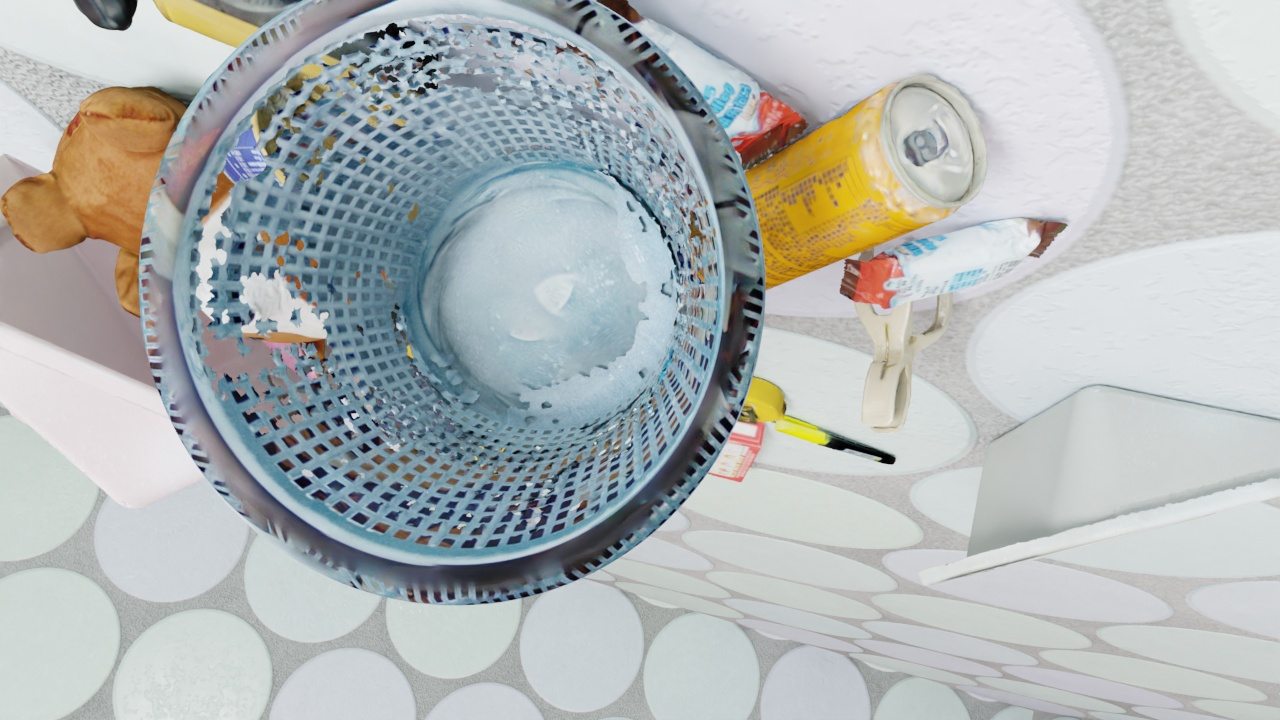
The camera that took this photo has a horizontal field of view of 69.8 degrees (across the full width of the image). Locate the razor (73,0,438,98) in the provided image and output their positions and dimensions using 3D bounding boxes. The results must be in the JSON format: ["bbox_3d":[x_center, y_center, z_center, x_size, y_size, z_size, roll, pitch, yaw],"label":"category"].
[{"bbox_3d":[-0.165,-0.150,0.398,0.167,0.062,0.068,19,129,-26],"label":"razor"}]

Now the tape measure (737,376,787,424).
[{"bbox_3d":[0.086,0.034,0.750,0.060,0.028,0.057,5,158,26],"label":"tape measure"}]

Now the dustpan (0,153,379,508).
[{"bbox_3d":[-0.300,-0.032,0.586,0.273,0.139,0.222,62,-179,-30],"label":"dustpan"}]

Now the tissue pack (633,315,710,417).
[{"bbox_3d":[-0.004,0.004,0.681,0.090,0.063,0.140,27,158,-30],"label":"tissue pack"}]

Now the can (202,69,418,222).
[{"bbox_3d":[-0.160,-0.103,0.490,0.049,0.074,0.148,7,162,31],"label":"can"}]

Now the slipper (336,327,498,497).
[{"bbox_3d":[-0.188,0.020,0.813,0.105,0.095,0.253,-15,126,30],"label":"slipper"}]

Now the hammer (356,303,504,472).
[{"bbox_3d":[-0.176,-0.020,0.692,0.300,0.129,0.033,36,-165,-36],"label":"hammer"}]

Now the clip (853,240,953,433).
[{"bbox_3d":[0.132,-0.021,0.488,0.035,0.101,0.096,-1,129,42],"label":"clip"}]

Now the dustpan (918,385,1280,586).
[{"bbox_3d":[0.334,0.118,0.633,0.258,0.142,0.223,16,161,2],"label":"dustpan"}]

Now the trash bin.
[{"bbox_3d":[-0.063,-0.029,0.415,0.226,0.226,0.195,14,-176,4],"label":"trash bin"}]

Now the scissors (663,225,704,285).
[{"bbox_3d":[-0.033,-0.067,0.589,0.175,0.012,0.105,-2,154,44],"label":"scissors"}]

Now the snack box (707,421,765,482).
[{"bbox_3d":[0.074,0.085,0.902,0.075,0.025,0.153,13,161,4],"label":"snack box"}]

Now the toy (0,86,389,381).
[{"bbox_3d":[-0.244,-0.071,0.540,0.140,0.130,0.199,-38,126,19],"label":"toy"}]

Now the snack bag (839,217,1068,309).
[{"bbox_3d":[0.150,-0.048,0.447,0.104,0.026,0.048,-15,161,1],"label":"snack bag"}]

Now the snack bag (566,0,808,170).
[{"bbox_3d":[0.020,-0.117,0.387,0.105,0.026,0.045,26,161,-22],"label":"snack bag"}]

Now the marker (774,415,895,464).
[{"bbox_3d":[0.174,0.072,0.815,0.124,0.015,0.018,18,162,-18],"label":"marker"}]

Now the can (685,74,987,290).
[{"bbox_3d":[0.081,-0.072,0.417,0.058,0.058,0.146,24,159,-24],"label":"can"}]
